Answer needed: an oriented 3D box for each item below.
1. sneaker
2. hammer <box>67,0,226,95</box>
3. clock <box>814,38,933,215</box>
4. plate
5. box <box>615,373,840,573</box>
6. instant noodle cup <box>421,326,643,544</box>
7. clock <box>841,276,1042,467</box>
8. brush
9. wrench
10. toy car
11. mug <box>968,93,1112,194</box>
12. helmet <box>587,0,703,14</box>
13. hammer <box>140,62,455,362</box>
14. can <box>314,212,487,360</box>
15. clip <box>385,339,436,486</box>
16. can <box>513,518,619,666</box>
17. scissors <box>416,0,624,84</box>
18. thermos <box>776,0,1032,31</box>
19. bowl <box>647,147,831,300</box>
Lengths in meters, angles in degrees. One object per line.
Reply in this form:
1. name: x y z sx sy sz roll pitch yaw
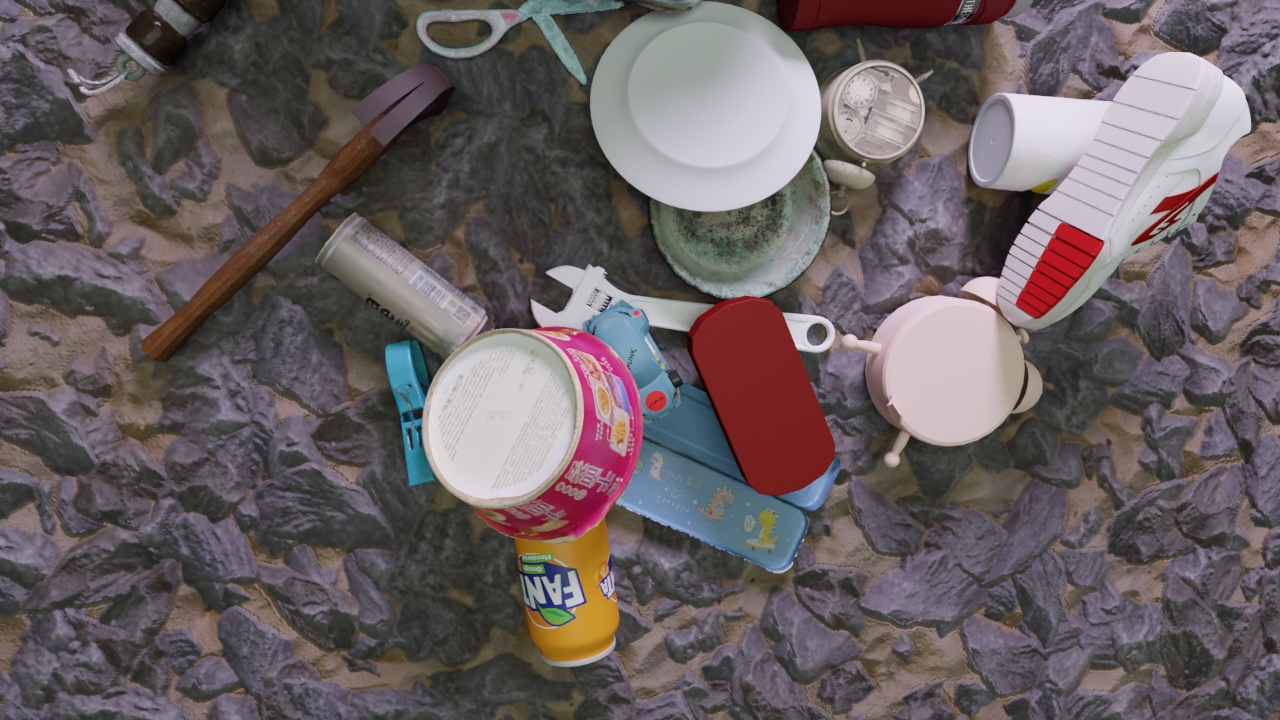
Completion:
1. sneaker: 0.397 -0.117 0.742 0.104 0.090 0.237 19 110 -21
2. hammer: -0.294 -0.312 0.683 0.177 0.079 0.326 43 91 -11
3. clock: 0.190 -0.192 0.782 0.093 0.054 0.141 19 93 -10
4. plate: 0.054 -0.212 0.743 0.188 0.016 0.188 0 77 -2
5. box: 0.067 0.100 0.827 0.209 0.021 0.125 25 96 -10
6. instant noodle cup: -0.094 0.050 0.719 0.179 0.077 0.178 -6 75 21
7. clock: 0.276 0.009 0.813 0.160 0.086 0.131 -24 101 -10
8. brush: 0.101 0.029 0.784 0.082 0.042 0.173 -25 103 -2
9. wrench: 0.041 -0.038 0.803 0.273 0.018 0.066 7 97 -10
10. toy car: -0.005 0.005 0.776 0.060 0.027 0.108 -31 101 0
11. mug: 0.351 -0.185 0.792 0.106 0.082 0.082 4 98 -7
12. helmet: 0.029 -0.389 0.654 0.263 0.237 0.163 -25 80 -32
13. hammer: -0.271 -0.112 0.717 0.323 0.115 0.033 -41 102 7
14. can: -0.192 -0.058 0.748 0.135 0.054 0.054 38 91 -12
15. clip: -0.184 0.042 0.772 0.027 0.104 0.120 -14 93 -1
16. can: -0.064 0.181 0.787 0.079 0.079 0.142 -9 99 -7
17. scissors: -0.106 -0.291 0.748 0.173 0.014 0.170 -34 104 -4
18. thermos: 0.216 -0.328 0.755 0.198 0.084 0.108 -6 82 -5
19. bowl: 0.081 -0.131 0.783 0.157 0.038 0.157 -1 98 -8
